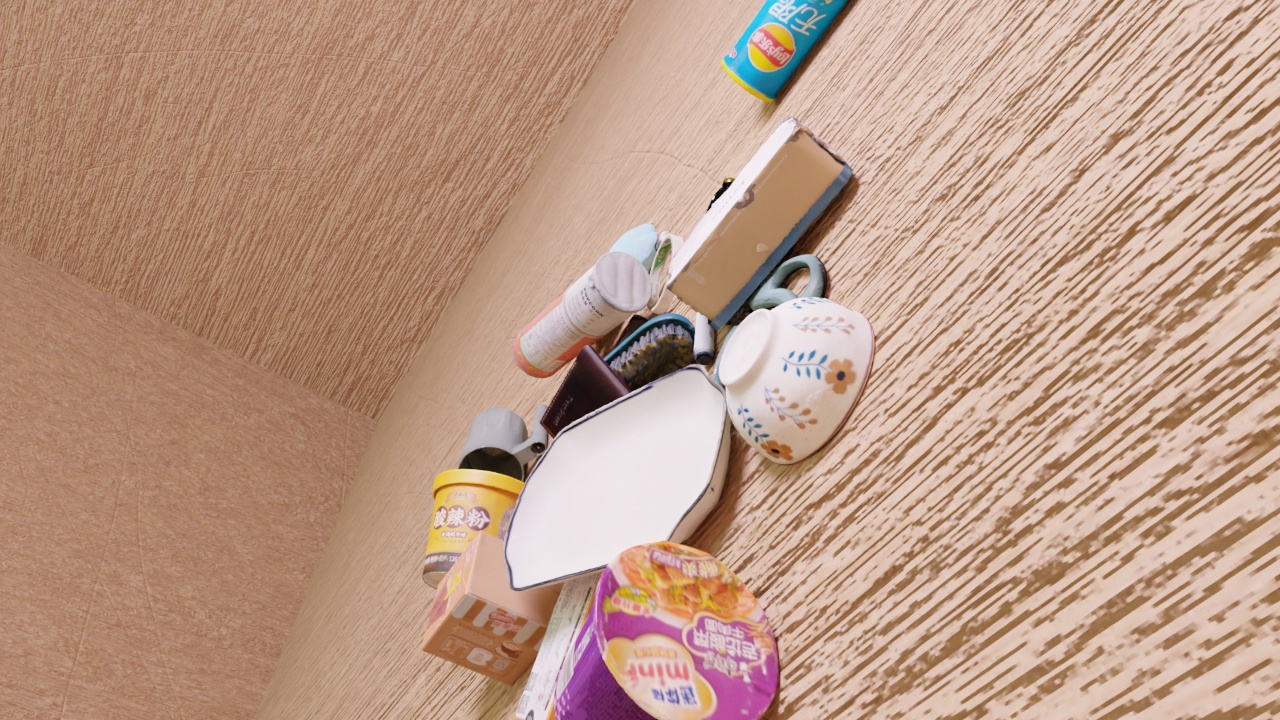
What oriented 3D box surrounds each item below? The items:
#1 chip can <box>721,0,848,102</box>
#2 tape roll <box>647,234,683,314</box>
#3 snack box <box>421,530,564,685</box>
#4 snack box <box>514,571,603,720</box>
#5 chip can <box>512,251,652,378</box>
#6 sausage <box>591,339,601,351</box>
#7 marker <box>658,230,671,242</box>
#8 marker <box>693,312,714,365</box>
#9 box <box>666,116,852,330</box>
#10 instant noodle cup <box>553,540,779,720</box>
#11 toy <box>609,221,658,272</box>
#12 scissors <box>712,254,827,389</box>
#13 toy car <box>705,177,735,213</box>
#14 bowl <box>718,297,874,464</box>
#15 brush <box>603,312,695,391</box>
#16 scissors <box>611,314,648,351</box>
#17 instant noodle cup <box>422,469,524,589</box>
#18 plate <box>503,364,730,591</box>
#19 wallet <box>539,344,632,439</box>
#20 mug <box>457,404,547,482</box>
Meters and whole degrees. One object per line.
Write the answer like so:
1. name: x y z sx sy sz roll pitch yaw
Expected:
1. chip can: 0.172 -0.369 0.934 0.211 0.071 0.071 -50 20 30
2. tape roll: 0.026 -0.092 0.982 0.086 0.014 0.086 -168 91 -76
3. snack box: -0.133 0.227 0.842 0.095 0.092 0.076 -52 19 29
4. snack box: -0.052 0.220 0.735 0.075 0.026 0.153 -27 38 61
5. chip can: -0.073 -0.046 1.049 0.215 0.071 0.071 -34 32 51
6. sausage: -0.073 0.014 1.097 0.022 0.021 0.164 -48 14 37
7. marker: 0.041 -0.127 1.026 0.017 0.017 0.145 -59 17 9
8. marker: 0.058 -0.041 0.835 0.018 0.022 0.130 -39 25 30
9. box: 0.089 -0.109 0.752 0.185 0.062 0.089 -52 10 22
10. instant noodle cup: 0.007 0.176 0.515 0.111 0.111 0.099 -83 18 -50
11. toy: -0.026 -0.102 1.117 0.162 0.050 0.156 -21 45 62
12. scissors: 0.099 -0.041 0.724 0.172 0.019 0.176 -52 18 31
13. toy car: 0.105 -0.146 0.841 0.123 0.037 0.056 -9 55 54
14. bowl: 0.091 0.005 0.599 0.114 0.062 0.113 -53 20 29
15. brush: -0.005 0.005 0.861 0.144 0.055 0.073 -41 24 25
16. scissors: -0.043 0.045 0.988 0.234 0.021 0.220 -28 36 60
17. instant noodle cup: -0.181 0.194 1.010 0.119 0.118 0.114 -38 36 53
18. plate: -0.018 0.102 0.728 0.267 0.034 0.161 -29 37 43
19. wallet: -0.035 0.061 0.821 0.122 0.020 0.096 48 117 29
20. mug: -0.171 0.111 1.187 0.124 0.084 0.103 -29 25 12
